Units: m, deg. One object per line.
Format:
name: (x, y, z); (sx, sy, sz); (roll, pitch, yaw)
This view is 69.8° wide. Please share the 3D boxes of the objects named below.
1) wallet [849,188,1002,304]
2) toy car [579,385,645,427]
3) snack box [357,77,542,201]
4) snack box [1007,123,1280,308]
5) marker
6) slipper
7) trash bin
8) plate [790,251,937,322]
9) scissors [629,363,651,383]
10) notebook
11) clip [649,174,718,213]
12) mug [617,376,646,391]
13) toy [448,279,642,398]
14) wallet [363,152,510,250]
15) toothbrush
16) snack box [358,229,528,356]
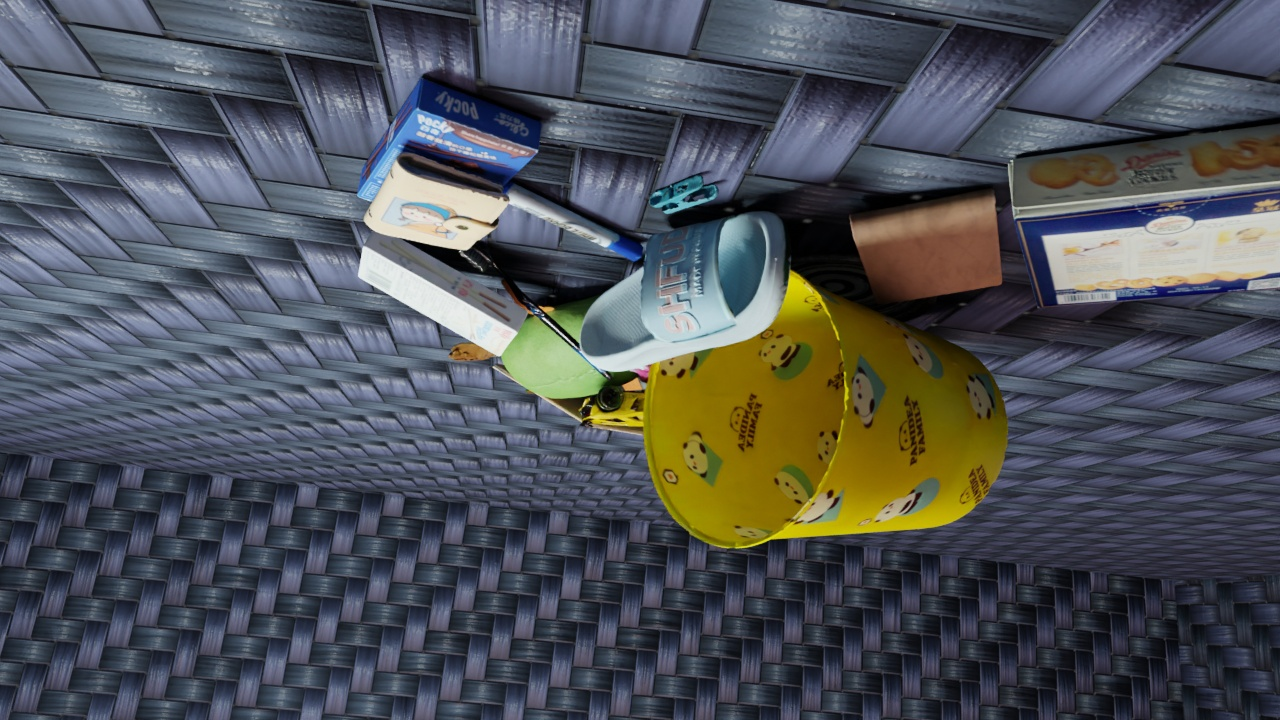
wallet: (0.219, -0.083, 0.698); (0.101, 0.020, 0.115); (-7, 150, 20)
toy car: (0.014, 0.044, 0.925); (0.156, 0.041, 0.071); (-6, 172, -3)
snack box: (-0.140, -0.142, 0.654); (0.084, 0.026, 0.157); (14, 162, -27)
snack box: (0.359, -0.091, 0.628); (0.178, 0.045, 0.182); (-3, 162, 27)
marker: (-0.055, -0.112, 0.744); (0.145, 0.016, 0.017); (20, 158, -40)
slipper: (0.022, -0.057, 0.741); (0.074, 0.103, 0.246); (26, 150, -33)
trash bin: (0.171, 0.052, 0.806); (0.254, 0.229, 0.230); (11, 164, -37)
plate: (0.172, -0.065, 0.819); (0.179, 0.024, 0.179); (6, 165, 1)
scissors: (-0.005, 0.005, 0.881); (0.058, 0.017, 0.133); (-23, 155, 36)
notebook: (-0.070, 0.050, 1.131); (0.147, 0.008, 0.208); (13, -170, -43)
clip: (0.032, -0.123, 0.685); (0.043, 0.014, 0.057); (21, 159, -40)
mug: (0.039, 0.039, 1.089); (0.103, 0.083, 0.124); (6, 166, 33)
toy: (-0.072, -0.013, 0.963); (0.247, 0.089, 0.227); (-13, 144, 39)
wallet: (-0.148, -0.112, 0.671); (0.087, 0.024, 0.115); (18, 159, -23)
toothbrush: (-0.094, -0.042, 0.847); (0.189, 0.016, 0.014); (44, 149, -17)
snack box: (-0.186, -0.062, 0.856); (0.156, 0.026, 0.085); (29, 158, -11)
